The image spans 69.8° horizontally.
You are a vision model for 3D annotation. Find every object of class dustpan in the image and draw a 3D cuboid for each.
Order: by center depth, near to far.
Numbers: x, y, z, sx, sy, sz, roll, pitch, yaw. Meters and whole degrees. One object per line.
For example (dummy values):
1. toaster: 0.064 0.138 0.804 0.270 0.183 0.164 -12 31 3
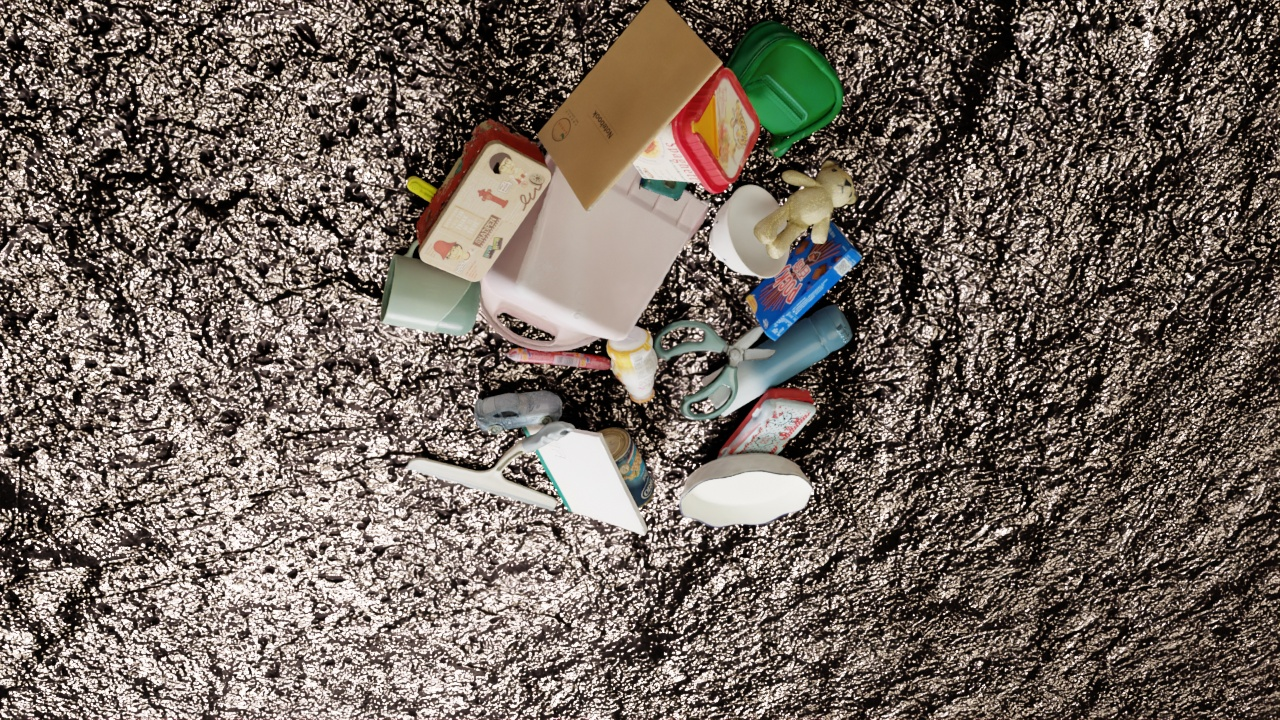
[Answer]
1. dustpan: -0.082 -0.136 1.163 0.222 0.139 0.273 28 87 -29

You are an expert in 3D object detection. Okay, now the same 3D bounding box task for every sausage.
1. sausage: -0.109 -0.003 1.249 0.155 0.020 0.020 6 124 -19

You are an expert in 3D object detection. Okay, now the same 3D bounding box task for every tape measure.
1. tape measure: 0.032 -0.223 1.106 0.058 0.025 0.054 13 103 -30

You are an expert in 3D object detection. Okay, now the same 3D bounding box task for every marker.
1. marker: -0.222 -0.180 1.089 0.124 0.015 0.018 31 113 -33

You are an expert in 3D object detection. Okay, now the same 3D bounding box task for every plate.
1. plate: 0.160 0.200 1.418 0.205 0.045 0.205 -4 149 -2

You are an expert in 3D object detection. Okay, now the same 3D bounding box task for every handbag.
1. handbag: 0.159 -0.311 1.056 0.131 0.068 0.120 31 114 -31

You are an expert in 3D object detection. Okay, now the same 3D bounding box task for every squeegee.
1. squeegee: -0.163 0.126 1.292 0.246 0.039 0.247 22 142 -29

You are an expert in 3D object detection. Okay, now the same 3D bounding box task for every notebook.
1. notebook: -0.019 -0.278 0.988 0.208 0.147 0.008 -45 143 19
2. notebook: -0.083 0.167 1.327 0.151 0.012 0.209 10 138 34

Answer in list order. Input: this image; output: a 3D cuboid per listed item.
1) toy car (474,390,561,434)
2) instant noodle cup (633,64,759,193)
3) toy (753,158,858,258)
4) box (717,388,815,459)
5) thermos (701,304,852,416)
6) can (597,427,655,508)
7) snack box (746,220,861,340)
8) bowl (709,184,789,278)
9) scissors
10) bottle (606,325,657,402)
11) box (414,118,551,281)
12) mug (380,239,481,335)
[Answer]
1. toy car: -0.168 0.067 1.263 0.120 0.054 0.037 -6 129 -11
2. instant noodle cup: 0.048 -0.255 1.020 0.116 0.124 0.116 47 60 -41
3. toy: 0.205 -0.187 1.140 0.157 0.066 0.105 -40 104 -18
4. box: 0.180 0.109 1.350 0.087 0.048 0.202 2 147 -20
5. thermos: 0.194 -0.002 1.297 0.221 0.070 0.070 -32 127 11
6. can: -0.031 0.161 1.356 0.075 0.075 0.111 -23 128 3
7. snack box: 0.212 -0.107 1.212 0.026 0.084 0.157 31 113 -32
8. bowl: 0.127 -0.156 1.158 0.118 0.118 0.065 36 150 -33
9. scissors: 0.089 -0.008 1.261 0.177 0.019 0.174 41 109 -3
10. bottle: -0.007 0.007 1.254 0.063 0.063 0.108 -16 128 -2
11. box: -0.185 -0.186 1.051 0.091 0.079 0.169 22 118 -35
12. mug: -0.251 -0.090 1.115 0.106 0.082 0.112 10 91 -21
